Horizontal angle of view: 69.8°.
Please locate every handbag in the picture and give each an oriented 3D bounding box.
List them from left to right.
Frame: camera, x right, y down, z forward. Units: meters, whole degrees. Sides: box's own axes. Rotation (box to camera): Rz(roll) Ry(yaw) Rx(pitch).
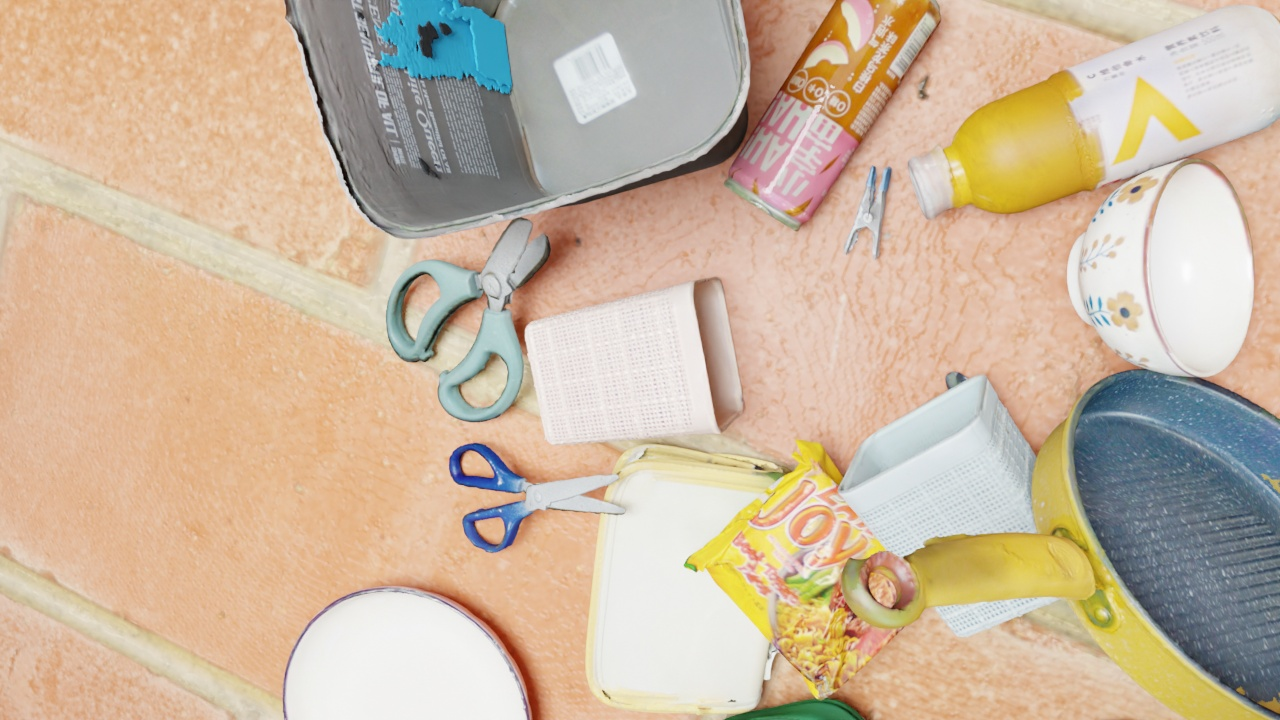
[{"bbox_3d":[0.058,0.143,0.594,0.179,0.063,0.163,7,99,-2],"label":"handbag"},{"bbox_3d":[0.090,0.277,0.564,0.132,0.068,0.120,-24,78,23],"label":"handbag"}]

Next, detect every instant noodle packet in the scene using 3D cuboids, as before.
[{"bbox_3d":[0.104,0.125,0.548,0.110,0.044,0.128,-44,101,-4],"label":"instant noodle packet"}]

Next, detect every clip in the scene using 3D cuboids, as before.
[{"bbox_3d":[0.139,-0.090,0.558,0.032,0.025,0.057,13,106,18],"label":"clip"}]

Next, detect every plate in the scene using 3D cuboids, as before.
[{"bbox_3d":[-0.164,0.251,0.664,0.192,0.039,0.192,2,97,13],"label":"plate"}]

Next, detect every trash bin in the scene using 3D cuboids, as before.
[{"bbox_3d":[-0.041,-0.174,0.489,0.199,0.219,0.199,-13,94,14],"label":"trash bin"}]

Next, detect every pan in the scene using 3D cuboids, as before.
[{"bbox_3d":[0.227,0.089,0.420,0.078,0.356,0.197,115,143,-49],"label":"pan"}]

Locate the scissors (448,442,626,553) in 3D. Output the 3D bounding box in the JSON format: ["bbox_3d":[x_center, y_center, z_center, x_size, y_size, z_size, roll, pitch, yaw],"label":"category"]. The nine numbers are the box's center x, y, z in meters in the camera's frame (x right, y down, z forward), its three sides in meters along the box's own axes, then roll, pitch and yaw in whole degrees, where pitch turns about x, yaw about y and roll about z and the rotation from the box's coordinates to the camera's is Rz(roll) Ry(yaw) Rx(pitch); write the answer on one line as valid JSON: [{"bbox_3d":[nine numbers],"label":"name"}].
[{"bbox_3d":[-0.070,0.098,0.596,0.173,0.012,0.133,28,119,36],"label":"scissors"}]

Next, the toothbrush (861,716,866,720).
[{"bbox_3d":[0.078,0.321,0.620,0.027,0.026,0.225,45,105,25],"label":"toothbrush"}]

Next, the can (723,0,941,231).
[{"bbox_3d":[0.111,-0.152,0.538,0.058,0.057,0.147,35,103,7],"label":"can"}]

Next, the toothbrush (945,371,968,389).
[{"bbox_3d":[0.244,0.080,0.557,0.016,0.018,0.181,-39,85,21],"label":"toothbrush"}]

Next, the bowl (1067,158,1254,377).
[{"bbox_3d":[0.276,-0.047,0.500,0.062,0.113,0.113,-1,99,58],"label":"bowl"}]

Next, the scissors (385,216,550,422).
[{"bbox_3d":[-0.115,-0.042,0.594,0.143,0.019,0.180,40,129,11],"label":"scissors"}]

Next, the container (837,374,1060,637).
[{"bbox_3d":[0.188,0.085,0.527,0.090,0.089,0.111,-36,90,30],"label":"container"}]

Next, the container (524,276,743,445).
[{"bbox_3d":[-0.003,0.003,0.571,0.111,0.090,0.090,-10,94,18],"label":"container"}]

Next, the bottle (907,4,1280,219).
[{"bbox_3d":[0.245,-0.128,0.503,0.190,0.068,0.068,-19,92,15],"label":"bottle"}]
